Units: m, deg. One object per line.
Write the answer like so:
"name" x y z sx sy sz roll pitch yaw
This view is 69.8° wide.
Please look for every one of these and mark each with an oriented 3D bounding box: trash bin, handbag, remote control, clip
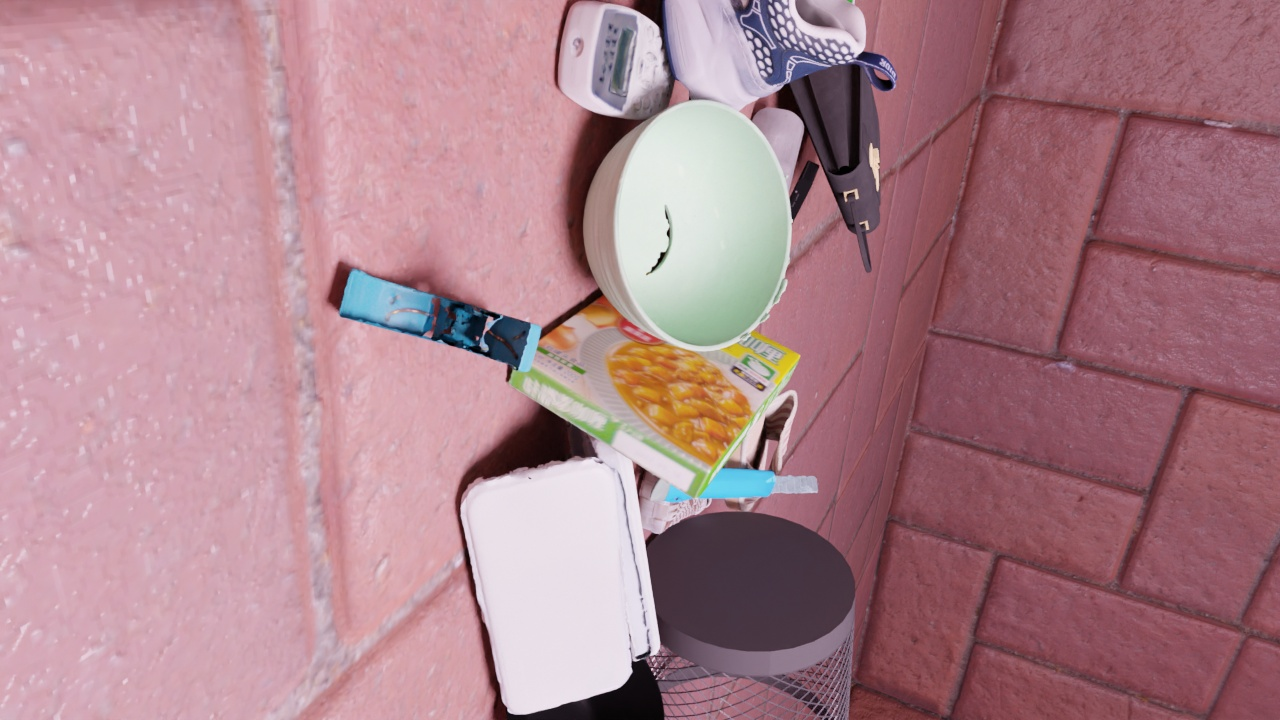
"trash bin" 0.091 0.287 0.846 0.217 0.218 0.228 -42 138 -54
"handbag" 0.201 -0.180 0.884 0.175 0.072 0.195 29 52 -68
"remote control" 0.130 -0.120 0.865 0.150 0.013 0.034 112 4 -47
"handbag" 0.051 0.058 0.818 0.124 0.047 0.186 -1 105 -66
"clip" -0.095 -0.019 0.421 0.120 0.122 0.033 13 91 -31
"remote control" -0.011 -0.174 0.542 0.114 0.028 0.060 -11 114 -65

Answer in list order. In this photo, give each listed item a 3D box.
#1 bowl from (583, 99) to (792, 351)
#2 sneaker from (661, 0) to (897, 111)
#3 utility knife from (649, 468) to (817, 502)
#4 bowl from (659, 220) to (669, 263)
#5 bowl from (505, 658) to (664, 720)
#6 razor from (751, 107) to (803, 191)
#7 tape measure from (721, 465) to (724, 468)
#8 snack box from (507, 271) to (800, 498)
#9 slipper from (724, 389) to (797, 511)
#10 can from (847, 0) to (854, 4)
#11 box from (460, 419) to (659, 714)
"bowl" 0.020 -0.083 0.582 0.150 0.077 0.151 -5 98 -39
"sneaker" 0.068 -0.263 0.498 0.103 0.133 0.270 -59 141 -40
"utility knife" 0.091 0.111 0.812 0.220 0.015 0.031 8 99 -40
"bowl" 0.041 -0.084 0.711 0.119 0.032 0.119 11 89 -71
"bowl" -0.049 0.260 0.669 0.053 0.124 0.123 -50 -179 45
"razor" 0.126 -0.177 0.857 0.116 0.047 0.088 -5 109 -75
"tape measure" 0.081 0.111 0.947 0.068 0.030 0.059 -20 120 -63
"snack box" 0.016 0.005 0.586 0.167 0.132 0.027 -42 157 -54
"slipper" 0.118 0.072 0.882 0.263 0.052 0.114 76 31 -61
"can" 0.099 -0.263 0.667 0.139 0.088 0.088 -37 137 -56
"box" -0.053 0.120 0.612 0.129 0.105 0.211 -12 123 -16
